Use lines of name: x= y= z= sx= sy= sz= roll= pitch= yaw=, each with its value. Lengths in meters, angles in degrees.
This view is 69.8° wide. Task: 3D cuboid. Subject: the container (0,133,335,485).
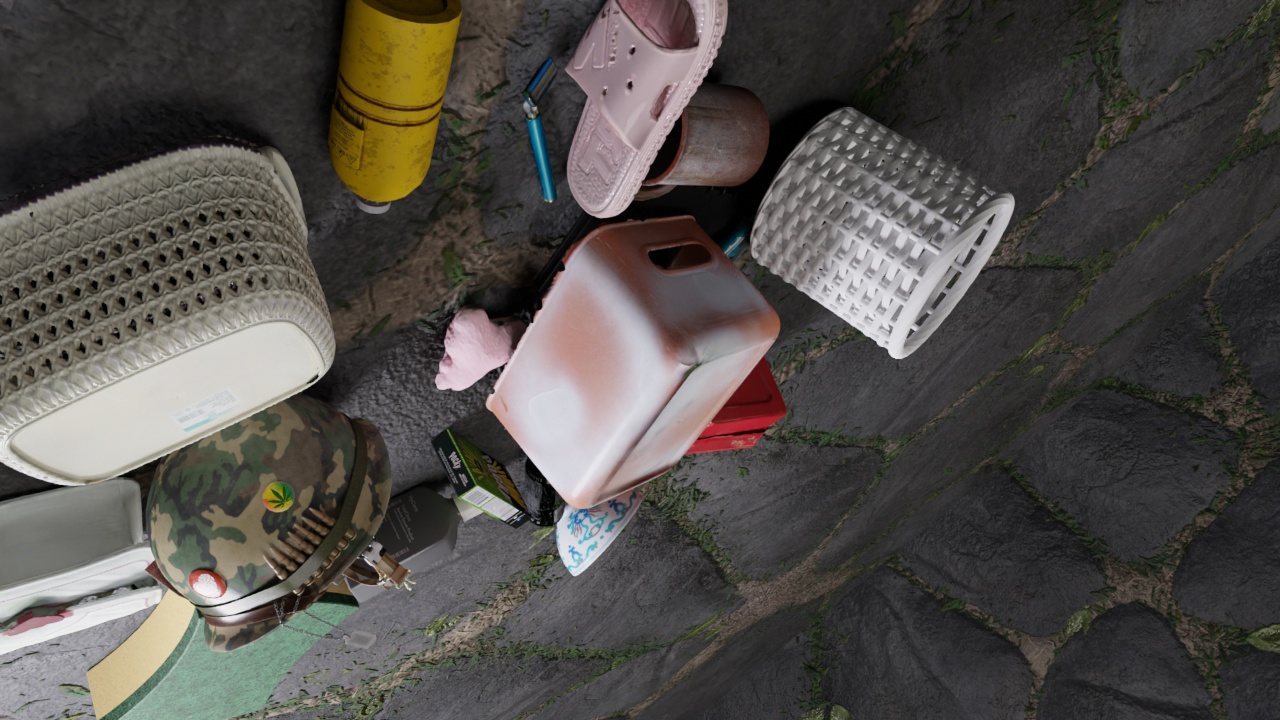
container: x=-0.326 y=-0.028 z=0.603 sx=0.251 sy=0.143 sz=0.185 roll=-26 pitch=164 yaw=-13

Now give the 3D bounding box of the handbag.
handbag: x=-0.523 y=0.192 z=0.780 sx=0.198 sy=0.096 sz=0.142 roll=-14 pitch=146 yaw=-34

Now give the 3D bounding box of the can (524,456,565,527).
can: x=-0.122 y=0.164 z=1.183 sx=0.053 sy=0.054 sz=0.138 roll=-22 pitch=149 yaw=-21

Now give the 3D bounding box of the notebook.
notebook: x=0.022 y=-0.123 z=0.940 sx=0.231 sy=0.019 sz=0.170 roll=3 pitch=135 yaw=-48

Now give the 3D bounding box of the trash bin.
trash bin: x=-0.005 y=0.005 z=0.902 sx=0.181 sy=0.157 sz=0.260 roll=-17 pitch=148 yaw=-48

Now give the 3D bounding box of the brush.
brush: x=-0.468 y=0.315 z=1.037 sx=0.251 sy=0.075 sz=0.194 roll=-45 pitch=149 yaw=19

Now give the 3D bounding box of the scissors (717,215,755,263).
scissors: x=0.099 y=-0.124 z=0.972 sx=0.150 sy=0.019 sz=0.130 roll=-28 pitch=158 yaw=-23

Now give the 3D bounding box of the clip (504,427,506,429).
clip: x=-0.135 y=0.067 z=1.066 sx=0.101 sy=0.040 sz=0.054 roll=3 pitch=114 yaw=-46

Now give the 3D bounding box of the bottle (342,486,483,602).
bottle: x=-0.264 y=0.198 z=1.063 sx=0.173 sy=0.083 sz=0.046 roll=-26 pitch=150 yaw=-16

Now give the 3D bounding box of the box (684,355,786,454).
box: x=0.093 y=0.038 z=1.138 sx=0.157 sy=0.135 sz=0.118 roll=-1 pitch=139 yaw=-46

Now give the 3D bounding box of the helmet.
helmet: x=-0.309 y=0.146 z=0.805 sx=0.236 sy=0.193 sz=0.224 roll=32 pitch=68 yaw=-42

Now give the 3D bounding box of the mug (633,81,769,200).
mug: x=0.037 y=-0.184 z=0.795 sx=0.110 sy=0.096 sz=0.123 roll=-2 pitch=146 yaw=-37

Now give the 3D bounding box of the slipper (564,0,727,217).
slipper: x=-0.017 y=-0.205 z=0.704 sx=0.064 sy=0.094 sz=0.240 roll=-17 pitch=153 yaw=-36

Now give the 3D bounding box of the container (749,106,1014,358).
container: x=0.241 y=-0.130 z=0.930 sx=0.189 sy=0.187 sz=0.190 roll=-42 pitch=156 yaw=-24

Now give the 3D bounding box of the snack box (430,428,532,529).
snack box: x=-0.181 y=0.139 z=1.060 sx=0.025 sy=0.080 sz=0.147 roll=-35 pitch=151 yaw=1

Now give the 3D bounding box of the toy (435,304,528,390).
toy: x=-0.161 y=-0.009 z=0.886 sx=0.096 sy=0.053 sz=0.099 roll=-51 pitch=154 yaw=13

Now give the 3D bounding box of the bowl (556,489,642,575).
bowl: x=-0.072 y=0.218 z=1.270 sx=0.144 sy=0.074 sz=0.144 roll=-48 pitch=-178 yaw=1

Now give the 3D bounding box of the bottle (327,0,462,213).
bottle: x=-0.172 y=-0.171 z=0.621 sx=0.070 sy=0.071 sz=0.164 roll=-12 pitch=144 yaw=-34

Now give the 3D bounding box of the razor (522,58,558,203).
razor: x=-0.081 y=-0.180 z=0.752 sx=0.144 sy=0.022 sz=0.042 roll=92 pitch=23 yaw=-60
